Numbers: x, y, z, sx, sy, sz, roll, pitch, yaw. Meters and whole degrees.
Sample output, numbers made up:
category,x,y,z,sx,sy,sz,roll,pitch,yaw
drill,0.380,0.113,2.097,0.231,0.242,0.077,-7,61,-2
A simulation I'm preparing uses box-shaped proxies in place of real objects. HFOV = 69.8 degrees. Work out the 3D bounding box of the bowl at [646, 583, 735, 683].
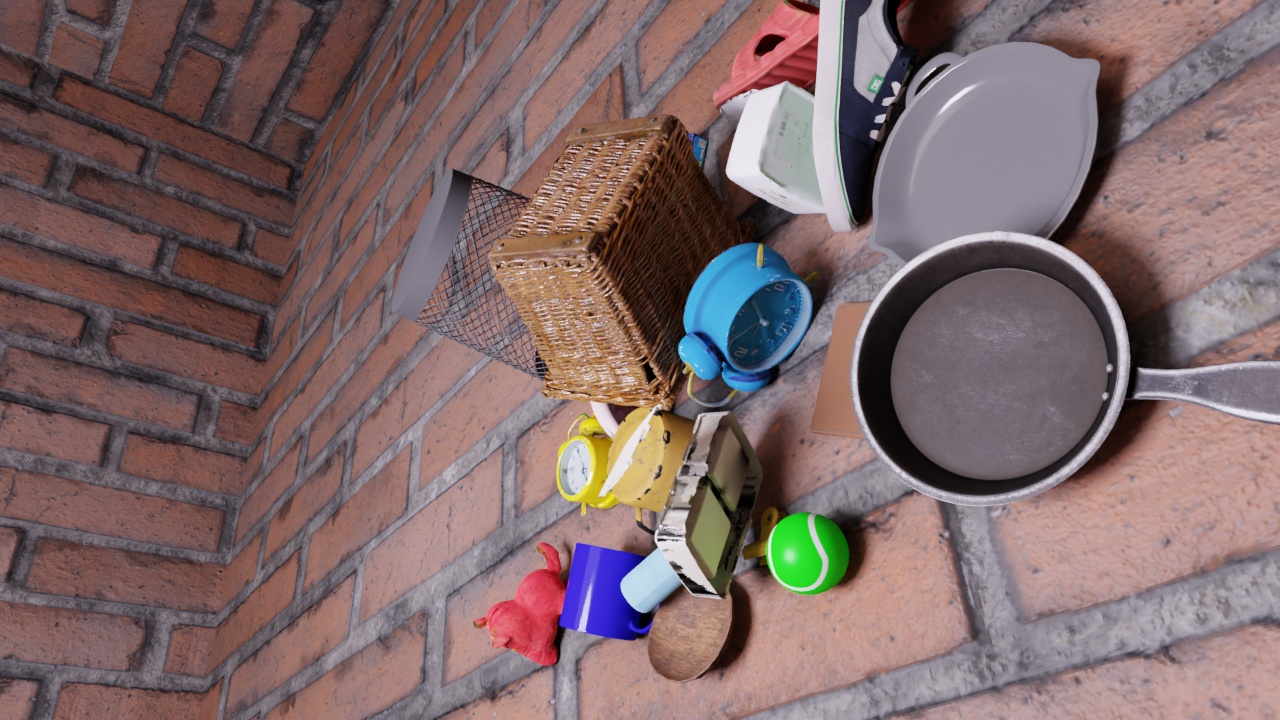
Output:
category,x,y,z,sx,sy,sz,roll,pitch,yaw
bowl,0.053,0.248,0.841,0.114,0.026,0.101,-7,54,58

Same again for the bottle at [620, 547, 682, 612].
category,x,y,z,sx,sy,sz,roll,pitch,yaw
bottle,0.039,0.184,0.865,0.130,0.040,0.040,-43,38,11

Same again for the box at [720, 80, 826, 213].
category,x,y,z,sx,sy,sz,roll,pitch,yaw
box,0.127,-0.214,0.906,0.137,0.109,0.121,9,81,57

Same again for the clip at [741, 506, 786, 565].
category,x,y,z,sx,sy,sz,roll,pitch,yaw
clip,0.119,0.156,0.807,0.054,0.044,0.049,-32,7,46

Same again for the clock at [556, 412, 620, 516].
category,x,y,z,sx,sy,sz,roll,pitch,yaw
clock,-0.057,0.116,1.053,0.084,0.057,0.118,-48,45,33

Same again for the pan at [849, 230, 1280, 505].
category,x,y,z,sx,sy,sz,roll,pitch,yaw
pan,0.293,0.012,0.569,0.358,0.055,0.187,7,85,42

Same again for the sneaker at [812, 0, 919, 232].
category,x,y,z,sx,sy,sz,roll,pitch,yaw
sneaker,0.200,-0.231,0.803,0.079,0.084,0.235,5,101,24

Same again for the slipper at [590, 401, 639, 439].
category,x,y,z,sx,sy,sz,roll,pitch,yaw
slipper,-0.006,0.006,1.005,0.056,0.106,0.221,-24,45,29

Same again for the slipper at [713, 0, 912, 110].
category,x,y,z,sx,sy,sz,roll,pitch,yaw
slipper,0.170,-0.328,0.903,0.250,0.103,0.059,-29,78,38

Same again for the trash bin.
category,x,y,z,sx,sy,sz,roll,pitch,yaw
trash bin,-0.165,-0.104,1.143,0.218,0.227,0.217,-50,28,38

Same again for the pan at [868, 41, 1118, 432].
category,x,y,z,sx,sy,sz,roll,pitch,yaw
pan,0.279,-0.100,0.690,0.217,0.024,0.353,-41,47,39

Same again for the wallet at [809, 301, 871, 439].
category,x,y,z,sx,sy,sz,roll,pitch,yaw
wallet,0.187,0.007,0.783,0.088,0.013,0.121,1,74,57

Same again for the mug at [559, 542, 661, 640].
category,x,y,z,sx,sy,sz,roll,pitch,yaw
mug,-0.022,0.236,0.928,0.111,0.079,0.083,3,75,32

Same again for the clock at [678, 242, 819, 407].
category,x,y,z,sx,sy,sz,roll,pitch,yaw
clock,0.095,-0.030,0.854,0.060,0.116,0.162,42,110,44

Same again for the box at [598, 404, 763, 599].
category,x,y,z,sx,sy,sz,roll,pitch,yaw
box,0.028,0.094,0.780,0.070,0.186,0.143,-5,42,31

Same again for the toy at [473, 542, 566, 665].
category,x,y,z,sx,sy,sz,roll,pitch,yaw
toy,-0.128,0.273,1.046,0.088,0.094,0.132,-4,69,56

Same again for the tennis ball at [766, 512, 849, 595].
category,x,y,z,sx,sy,sz,roll,pitch,yaw
tennis ball,0.134,0.155,0.736,0.066,0.065,0.065,-33,48,45

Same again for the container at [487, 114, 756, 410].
category,x,y,z,sx,sy,sz,roll,pitch,yaw
container,-0.021,-0.107,0.901,0.162,0.183,0.249,3,52,35

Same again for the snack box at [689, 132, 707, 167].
category,x,y,z,sx,sy,sz,roll,pitch,yaw
snack box,0.034,-0.195,1.111,0.082,0.027,0.150,-8,67,55

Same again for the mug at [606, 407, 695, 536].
category,x,y,z,sx,sy,sz,roll,pitch,yaw
mug,0.026,0.113,0.894,0.101,0.094,0.123,2,75,57
